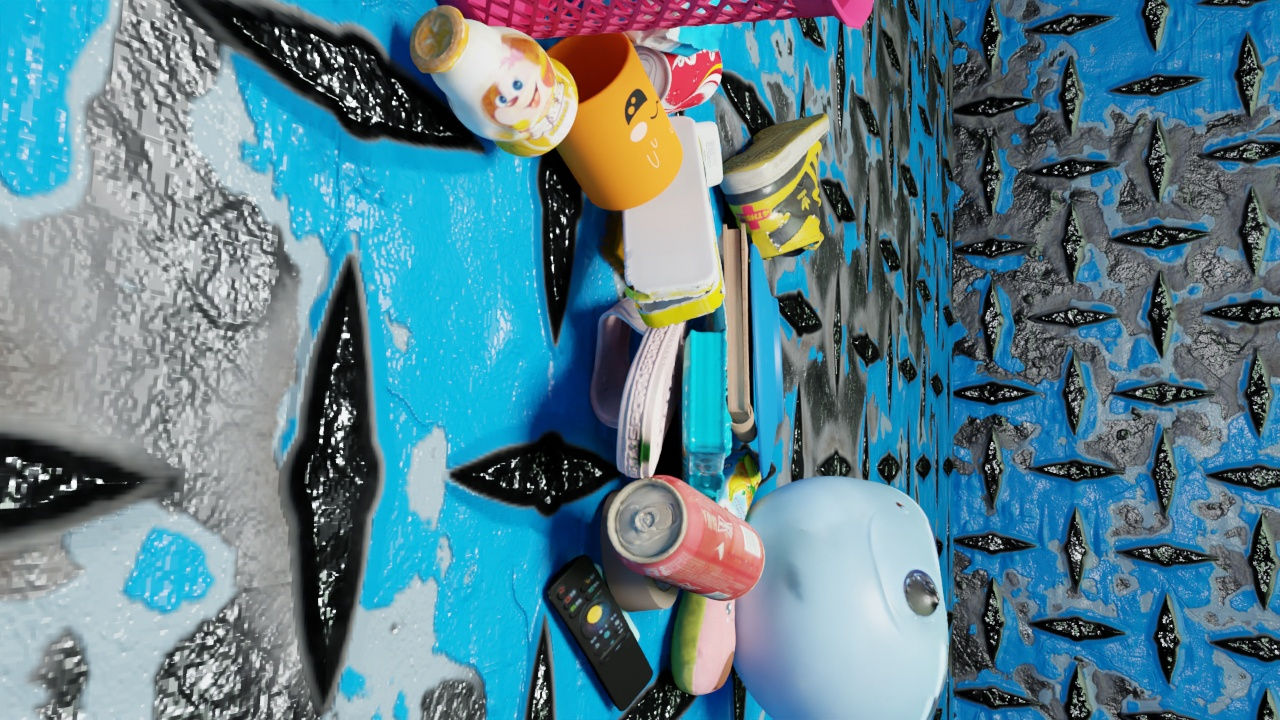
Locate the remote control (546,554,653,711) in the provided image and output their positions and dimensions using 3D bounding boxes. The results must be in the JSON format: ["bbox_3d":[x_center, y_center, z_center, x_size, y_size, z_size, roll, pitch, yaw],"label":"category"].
[{"bbox_3d":[-0.029,0.200,0.668,0.041,0.020,0.152,-43,131,-26],"label":"remote control"}]

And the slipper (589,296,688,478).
[{"bbox_3d":[-0.004,0.004,0.664,0.238,0.064,0.094,-69,165,-67],"label":"slipper"}]

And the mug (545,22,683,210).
[{"bbox_3d":[-0.022,-0.177,0.635,0.096,0.078,0.112,54,33,-50],"label":"mug"}]

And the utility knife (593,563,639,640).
[{"bbox_3d":[-0.019,0.194,0.697,0.022,0.015,0.120,-49,136,-26],"label":"utility knife"}]

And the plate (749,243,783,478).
[{"bbox_3d":[0.123,0.000,0.879,0.224,0.024,0.224,-2,89,-82],"label":"plate"}]

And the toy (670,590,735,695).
[{"bbox_3d":[0.056,0.237,0.809,0.090,0.051,0.109,41,52,-62],"label":"toy"}]

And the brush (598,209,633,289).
[{"bbox_3d":[0.004,-0.077,0.749,0.126,0.017,0.048,42,52,-56],"label":"brush"}]

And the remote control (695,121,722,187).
[{"bbox_3d":[0.042,-0.181,0.821,0.138,0.025,0.060,-35,121,-62],"label":"remote control"}]

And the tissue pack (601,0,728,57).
[{"bbox_3d":[-0.004,-0.276,0.637,0.144,0.062,0.092,50,27,9],"label":"tissue pack"}]

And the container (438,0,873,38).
[{"bbox_3d":[-0.001,-0.260,0.505,0.183,0.226,0.183,4,86,-64],"label":"container"}]

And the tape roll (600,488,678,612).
[{"bbox_3d":[0.002,0.144,0.703,0.093,0.030,0.093,-10,90,-71],"label":"tape roll"}]

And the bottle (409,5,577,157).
[{"bbox_3d":[-0.083,-0.159,0.522,0.108,0.063,0.063,19,72,-63],"label":"bottle"}]

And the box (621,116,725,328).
[{"bbox_3d":[0.019,-0.111,0.663,0.209,0.066,0.045,-93,161,-45],"label":"box"}]

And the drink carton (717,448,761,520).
[{"bbox_3d":[0.081,0.138,0.872,0.044,0.039,0.128,64,34,-25],"label":"drink carton"}]

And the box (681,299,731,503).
[{"bbox_3d":[0.053,0.029,0.746,0.227,0.039,0.181,85,6,-63],"label":"box"}]

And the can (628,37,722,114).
[{"bbox_3d":[0.020,-0.231,0.733,0.104,0.064,0.064,-40,124,-58],"label":"can"}]

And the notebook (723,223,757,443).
[{"bbox_3d":[0.092,-0.015,0.847,0.210,0.022,0.169,47,41,-77],"label":"notebook"}]

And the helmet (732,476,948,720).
[{"bbox_3d":[0.164,0.235,0.862,0.166,0.226,0.265,13,53,-28],"label":"helmet"}]

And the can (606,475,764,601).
[{"bbox_3d":[0.036,0.130,0.654,0.170,0.067,0.067,41,53,-59],"label":"can"}]

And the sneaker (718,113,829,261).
[{"bbox_3d":[0.159,-0.184,0.989,0.237,0.086,0.122,-45,123,-50],"label":"sneaker"}]
